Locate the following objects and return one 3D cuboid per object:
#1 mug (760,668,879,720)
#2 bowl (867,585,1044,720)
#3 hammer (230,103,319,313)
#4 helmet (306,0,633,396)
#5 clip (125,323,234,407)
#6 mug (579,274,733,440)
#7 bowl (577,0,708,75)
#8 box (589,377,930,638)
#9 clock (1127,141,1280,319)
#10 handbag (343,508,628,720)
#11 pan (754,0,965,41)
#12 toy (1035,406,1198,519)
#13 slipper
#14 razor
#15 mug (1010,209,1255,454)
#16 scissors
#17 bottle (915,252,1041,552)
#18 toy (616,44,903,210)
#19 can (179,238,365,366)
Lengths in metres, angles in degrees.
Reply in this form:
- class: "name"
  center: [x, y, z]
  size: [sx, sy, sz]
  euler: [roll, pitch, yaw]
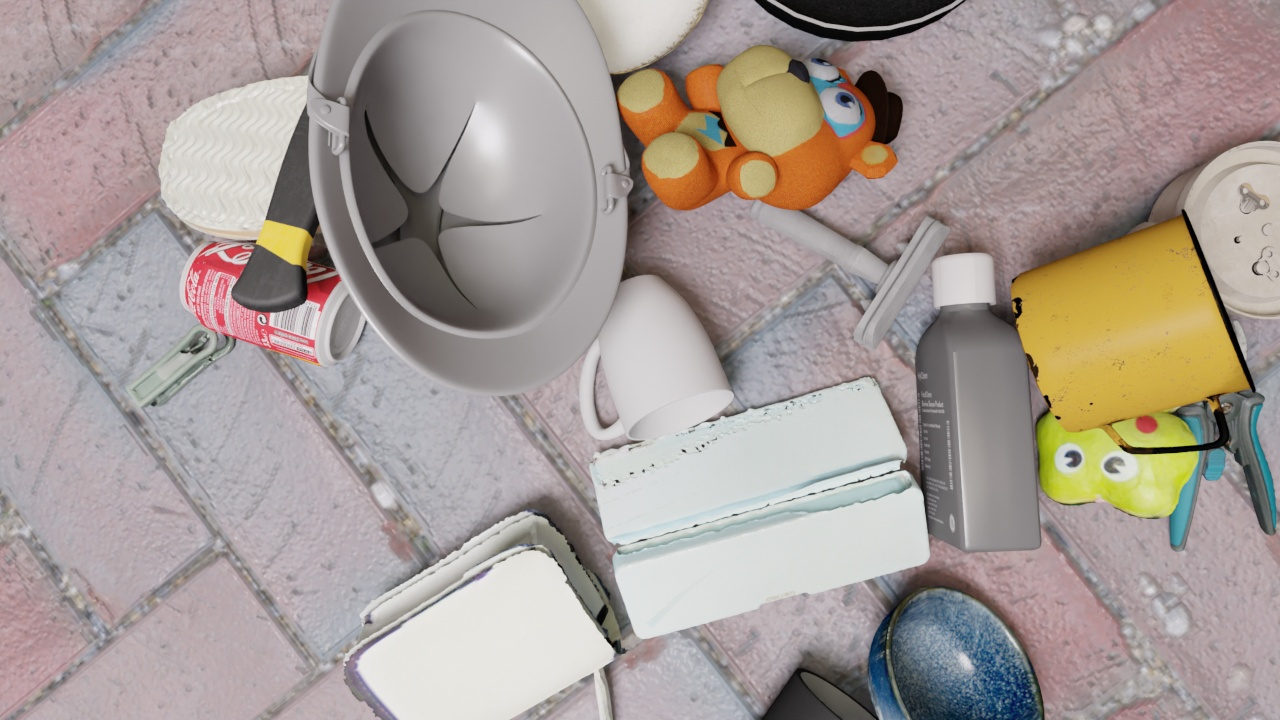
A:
- class: "mug"
  center: [0.117, 0.259, 0.570]
  size: [0.113, 0.078, 0.088]
  euler: [34, 92, -21]
- class: "bowl"
  center: [0.180, 0.202, 0.560]
  size: [0.114, 0.061, 0.114]
  euler: [16, 52, -22]
- class: "hammer"
  center: [-0.189, -0.182, 0.578]
  size: [0.170, 0.034, 0.324]
  euler: [14, 75, 1]
- class: "helmet"
  center: [-0.112, -0.103, 0.528]
  size: [0.183, 0.118, 0.271]
  euler: [7, 73, -33]
- class: "clip"
  center: [-0.315, 0.003, 0.631]
  size: [0.076, 0.042, 0.023]
  euler: [-39, 88, 4]
- class: "mug"
  center: [-0.003, 0.003, 0.590]
  size: [0.107, 0.071, 0.089]
  euler: [-33, 67, 32]
- class: "bowl"
  center: [-0.024, -0.246, 0.592]
  size: [0.145, 0.063, 0.145]
  euler: [0, 90, 5]
- class: "box"
  center: [0.075, 0.096, 0.590]
  size: [0.197, 0.074, 0.126]
  euler: [-15, 68, 1]
- class: "clock"
  center: [0.344, -0.069, 0.560]
  size: [0.157, 0.061, 0.103]
  euler: [-18, 90, -3]
- class: "handbag"
  center: [-0.081, 0.201, 0.596]
  size: [0.151, 0.074, 0.176]
  euler: [-33, 105, 5]
- class: "pan"
  center: [0.077, -0.340, 0.595]
  size: [0.356, 0.044, 0.204]
  euler: [27, 91, 5]
- class: "toy"
  center: [0.289, 0.034, 0.558]
  size: [0.092, 0.043, 0.117]
  euler: [5, 78, 48]
- class: "slipper"
  center: [-0.171, -0.131, 0.607]
  size: [0.272, 0.054, 0.114]
  euler: [-6, 84, -4]
- class: "razor"
  center: [0.123, -0.074, 0.591]
  size: [0.116, 0.047, 0.088]
  euler: [32, 92, 12]
- class: "mug"
  center: [0.268, -0.006, 0.501]
  size: [0.094, 0.100, 0.123]
  euler: [-22, 71, 32]
- class: "scissors"
  center: [0.356, 0.056, 0.562]
  size: [0.124, 0.019, 0.156]
  euler: [27, 107, -7]
- class: "bottle"
  center: [0.201, 0.023, 0.558]
  size: [0.046, 0.084, 0.174]
  euler: [-3, 87, 2]
- class: "toy"
  center: [0.076, -0.139, 0.563]
  size: [0.175, 0.096, 0.112]
  euler: [-4, 53, -22]
- class: "can"
  center: [-0.241, -0.040, 0.606]
  size: [0.105, 0.064, 0.064]
  euler: [18, 90, 5]
